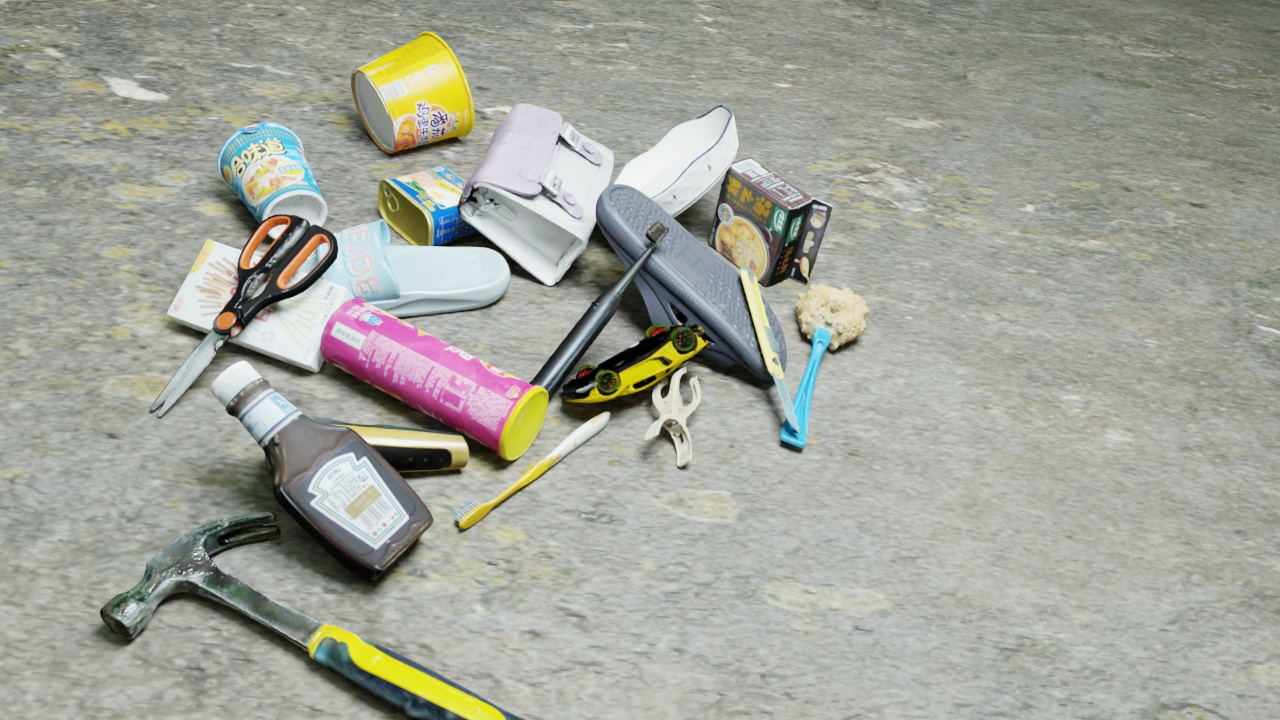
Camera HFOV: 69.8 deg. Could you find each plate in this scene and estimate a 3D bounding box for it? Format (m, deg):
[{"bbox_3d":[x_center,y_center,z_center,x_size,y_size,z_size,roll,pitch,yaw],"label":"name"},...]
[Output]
[{"bbox_3d":[0.033,-0.220,1.090,0.045,0.205,0.204,51,37,-22],"label":"plate"}]

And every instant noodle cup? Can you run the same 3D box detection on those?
[{"bbox_3d":[-0.295,-0.334,1.173,0.109,0.138,0.138,-31,56,-26],"label":"instant noodle cup"},{"bbox_3d":[-0.403,-0.192,1.019,0.099,0.099,0.110,-20,58,-30],"label":"instant noodle cup"}]

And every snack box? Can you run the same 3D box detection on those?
[{"bbox_3d":[-0.365,-0.053,0.885,0.157,0.027,0.084,19,75,8],"label":"snack box"},{"bbox_3d":[0.148,-0.158,1.076,0.053,0.113,0.125,-25,52,-33],"label":"snack box"}]

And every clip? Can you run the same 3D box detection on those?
[{"bbox_3d":[0.033,0.051,0.870,0.071,0.035,0.100,41,35,-23],"label":"clip"}]

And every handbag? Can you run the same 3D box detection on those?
[{"bbox_3d":[-0.116,-0.202,1.053,0.145,0.099,0.196,29,38,-15],"label":"handbag"}]

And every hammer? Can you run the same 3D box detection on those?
[{"bbox_3d":[-0.212,0.205,0.656,0.323,0.032,0.125,22,43,13],"label":"hammer"}]

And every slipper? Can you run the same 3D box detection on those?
[{"bbox_3d":[-0.257,-0.098,0.953,0.245,0.074,0.104,-2,44,-16],"label":"slipper"},{"bbox_3d":[0.045,-0.072,0.977,0.268,0.084,0.110,44,36,0],"label":"slipper"}]

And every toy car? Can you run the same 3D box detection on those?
[{"bbox_3d":[-0.005,0.005,0.891,0.155,0.041,0.071,-28,14,-18],"label":"toy car"}]

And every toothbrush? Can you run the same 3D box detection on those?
[{"bbox_3d":[-0.038,-0.050,0.895,0.212,0.027,0.026,-54,26,-9],"label":"toothbrush"},{"bbox_3d":[-0.092,0.093,0.820,0.018,0.016,0.190,27,44,30],"label":"toothbrush"}]

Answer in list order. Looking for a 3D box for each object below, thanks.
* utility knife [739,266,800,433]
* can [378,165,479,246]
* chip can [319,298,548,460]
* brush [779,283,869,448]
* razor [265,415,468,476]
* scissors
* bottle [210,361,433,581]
[{"bbox_3d":[0.128,-0.017,0.931,0.031,0.022,0.210,23,48,-39],"label":"utility knife"},{"bbox_3d":[-0.239,-0.177,1.059,0.083,0.057,0.102,-27,54,-38],"label":"can"},{"bbox_3d":[-0.191,0.014,0.844,0.210,0.072,0.071,26,43,17],"label":"chip can"},{"bbox_3d":[0.186,0.001,0.970,0.083,0.046,0.253,21,46,6],"label":"brush"},{"bbox_3d":[-0.231,0.077,0.781,0.167,0.062,0.067,4,23,-17],"label":"razor"},{"bbox_3d":[-0.383,-0.048,0.854,0.234,0.022,0.142,-38,63,-12],"label":"scissors"},{"bbox_3d":[-0.253,0.081,0.716,0.195,0.044,0.079,46,51,-2],"label":"bottle"}]
